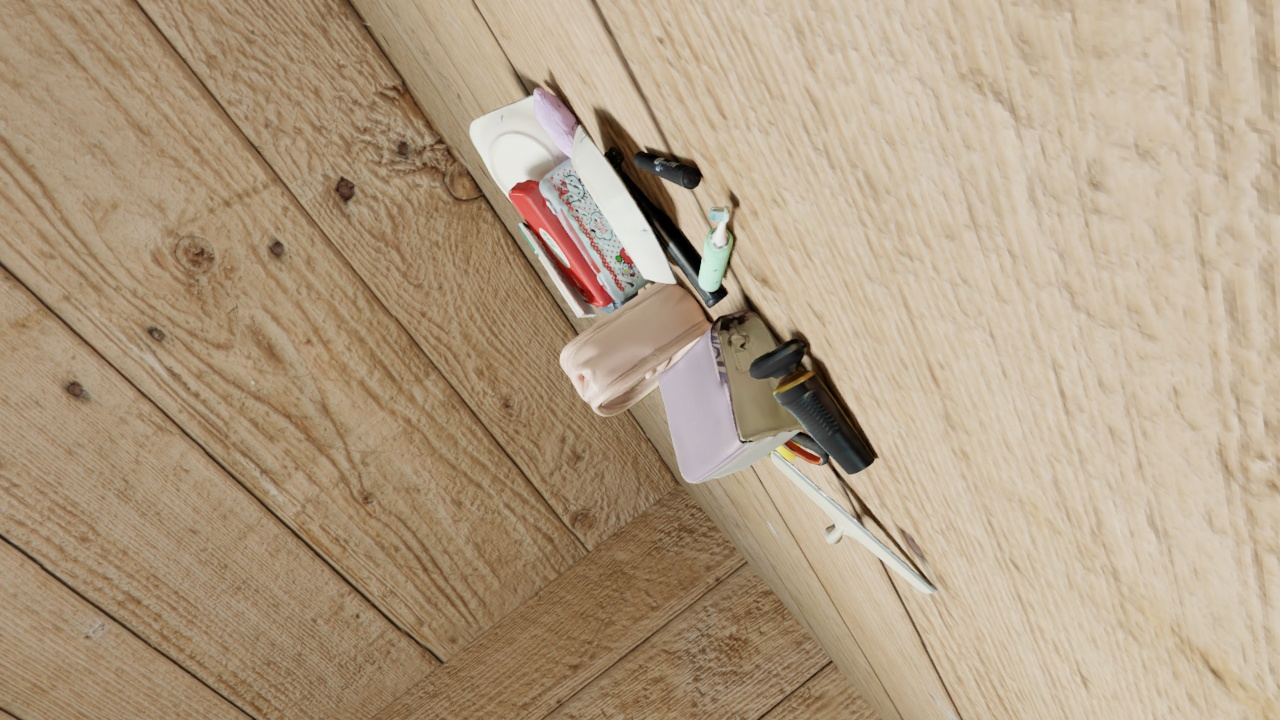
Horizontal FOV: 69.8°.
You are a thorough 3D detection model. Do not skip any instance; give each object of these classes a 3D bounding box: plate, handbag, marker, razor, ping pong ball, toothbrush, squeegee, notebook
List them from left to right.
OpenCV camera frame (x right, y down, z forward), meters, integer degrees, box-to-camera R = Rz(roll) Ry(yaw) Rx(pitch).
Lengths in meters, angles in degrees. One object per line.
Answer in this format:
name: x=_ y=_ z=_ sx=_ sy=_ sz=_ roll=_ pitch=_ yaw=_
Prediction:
plate: x=-0.149 y=-0.264 z=1.233 sx=0.165 sy=0.034 sz=0.163 roll=-9 pitch=126 yaw=38
notebook: x=-0.115 y=-0.127 z=1.329 sx=0.150 sy=0.012 sz=0.209 roll=57 pitch=-176 yaw=-1
plate: x=-0.023 y=-0.169 z=1.070 sx=0.162 sy=0.034 sz=0.265 roll=57 pitch=-178 yaw=15
handbag: x=-0.007 y=0.007 z=1.257 sx=0.093 sy=0.193 sz=0.234 roll=53 pitch=164 yaw=17
toothbrush: x=0.025 y=-0.151 z=1.029 sx=0.212 sy=0.026 sz=0.027 roll=54 pitch=140 yaw=2
marker: x=0.024 y=-0.182 z=0.876 sx=0.022 sy=0.020 sz=0.132 roll=38 pitch=-177 yaw=-28
toothbrush: x=0.074 y=-0.107 z=0.885 sx=0.224 sy=0.027 sz=0.026 roll=87 pitch=-176 yaw=-79
handbag: x=0.096 y=0.044 z=1.022 sx=0.197 sy=0.098 sz=0.145 roll=128 pitch=123 yaw=-65
ping pong ball: x=0.187 y=0.111 z=1.187 sx=0.040 sy=0.040 sz=0.040 roll=53 pitch=174 yaw=7
razor: x=0.177 y=0.048 z=0.909 sx=0.167 sy=0.062 sz=0.067 roll=50 pitch=-154 yaw=-16
squeegee: x=0.259 y=0.226 z=1.209 sx=0.246 sy=0.039 sz=0.246 roll=41 pitch=176 yaw=14

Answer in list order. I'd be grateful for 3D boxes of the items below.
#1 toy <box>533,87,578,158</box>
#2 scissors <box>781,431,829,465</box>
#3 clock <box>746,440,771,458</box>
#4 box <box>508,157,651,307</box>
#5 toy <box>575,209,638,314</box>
toy: x=-0.096 y=-0.287 z=1.120 sx=0.108 sy=0.039 sz=0.083 roll=51 pitch=-170 yaw=-18
scissors: x=0.141 y=0.067 z=1.124 sx=0.230 sy=0.021 sz=0.221 roll=37 pitch=154 yaw=23
clock: x=0.139 y=0.072 z=1.264 sx=0.161 sy=0.056 sz=0.116 roll=56 pitch=175 yaw=-28
box: x=-0.071 y=-0.173 z=1.226 sx=0.201 sy=0.099 sz=0.112 roll=55 pitch=163 yaw=-26
toy: x=-0.072 y=-0.159 z=1.368 sx=0.356 sy=0.091 sz=0.138 roll=55 pitch=-177 yaw=-2
